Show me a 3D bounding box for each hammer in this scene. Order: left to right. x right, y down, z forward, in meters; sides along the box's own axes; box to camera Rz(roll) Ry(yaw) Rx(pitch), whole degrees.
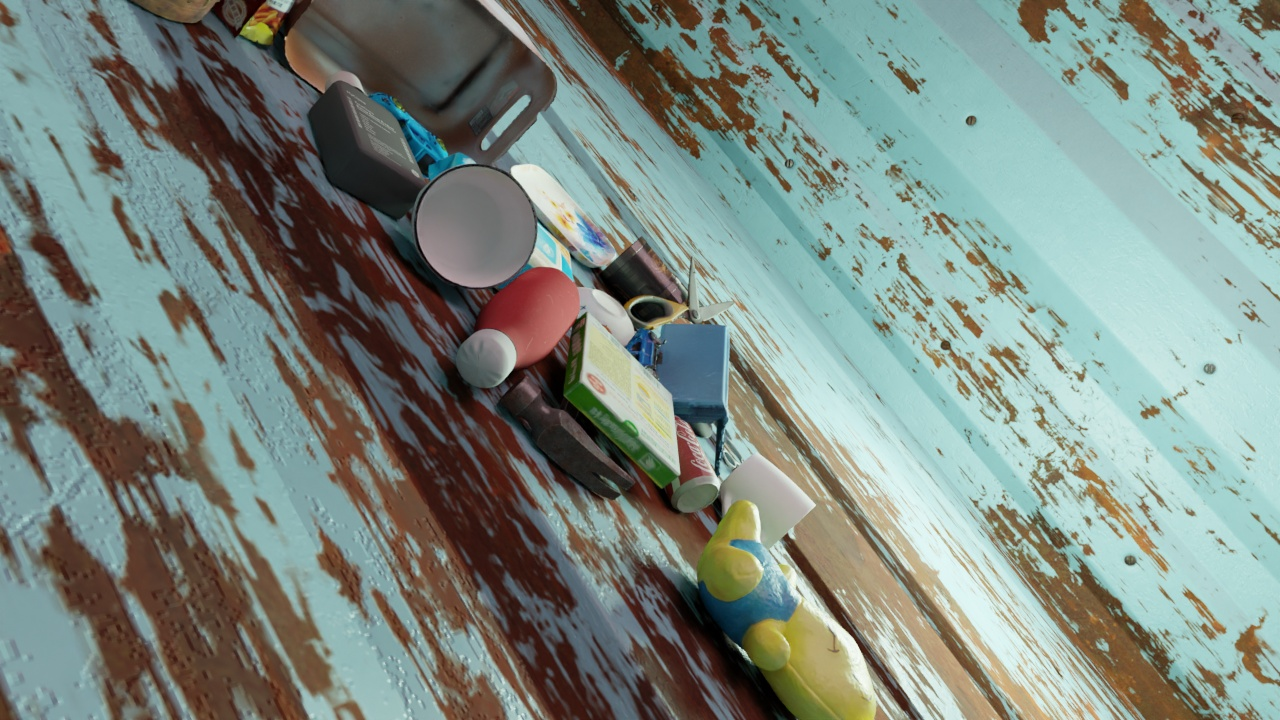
[{"bbox_3d":[-0.051,0.029,0.921,0.138,0.035,0.313,47,16,-10],"label":"hammer"}]

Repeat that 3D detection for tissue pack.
[{"bbox_3d":[-0.143,-0.123,0.975,0.209,0.066,0.116,42,19,-27],"label":"tissue pack"}]

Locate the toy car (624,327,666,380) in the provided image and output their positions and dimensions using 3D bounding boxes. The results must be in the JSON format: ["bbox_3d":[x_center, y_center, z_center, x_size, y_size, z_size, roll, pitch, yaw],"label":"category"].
[{"bbox_3d":[-0.006,0.006,1.032,0.043,0.056,0.120,30,32,-13],"label":"toy car"}]

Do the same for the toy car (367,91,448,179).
[{"bbox_3d":[-0.253,-0.235,0.971,0.105,0.048,0.032,43,21,-25],"label":"toy car"}]

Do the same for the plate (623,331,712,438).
[{"bbox_3d":[0.027,0.030,1.156,0.178,0.012,0.178,44,17,-17],"label":"plate"}]

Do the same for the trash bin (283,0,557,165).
[{"bbox_3d":[-0.247,-0.352,1.016,0.259,0.182,0.157,33,21,-41],"label":"trash bin"}]

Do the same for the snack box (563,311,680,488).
[{"bbox_3d":[-0.017,0.033,0.887,0.132,0.027,0.167,45,16,-18],"label":"snack box"}]

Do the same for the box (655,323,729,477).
[{"bbox_3d":[0.061,0.047,1.111,0.231,0.094,0.112,-79,170,-65],"label":"box"}]

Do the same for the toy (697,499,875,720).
[{"bbox_3d":[0.129,0.242,0.818,0.214,0.084,0.148,50,17,-3],"label":"toy"}]

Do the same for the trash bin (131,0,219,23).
[{"bbox_3d":[-0.375,-0.414,0.765,0.151,0.210,0.151,43,17,-17],"label":"trash bin"}]

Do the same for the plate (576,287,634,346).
[{"bbox_3d":[-0.045,-0.060,1.120,0.104,0.026,0.104,33,20,-14],"label":"plate"}]

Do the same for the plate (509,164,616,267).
[{"bbox_3d":[-0.113,-0.206,1.322,0.187,0.016,0.186,48,16,-4],"label":"plate"}]

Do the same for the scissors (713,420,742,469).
[{"bbox_3d":[0.137,0.138,1.180,0.141,0.014,0.146,40,22,-41],"label":"scissors"}]

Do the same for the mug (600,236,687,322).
[{"bbox_3d":[0.011,-0.116,1.323,0.107,0.080,0.115,48,22,-7],"label":"mug"}]

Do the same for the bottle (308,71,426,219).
[{"bbox_3d":[-0.271,-0.220,0.888,0.083,0.046,0.173,29,25,-50],"label":"bottle"}]

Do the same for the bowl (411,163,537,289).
[{"bbox_3d":[-0.160,-0.125,0.858,0.116,0.116,0.066,41,-9,-26],"label":"bowl"}]

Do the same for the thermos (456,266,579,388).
[{"bbox_3d":[-0.110,-0.029,0.825,0.073,0.073,0.239,47,17,-7],"label":"thermos"}]

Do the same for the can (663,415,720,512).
[{"bbox_3d":[0.041,0.105,0.949,0.054,0.054,0.096,32,23,-45],"label":"can"}]

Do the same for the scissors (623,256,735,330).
[{"bbox_3d":[0.061,-0.052,1.256,0.228,0.016,0.225,14,61,-36],"label":"scissors"}]

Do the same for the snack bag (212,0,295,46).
[{"bbox_3d":[-0.321,-0.402,0.882,0.066,0.208,0.138,37,21,-35],"label":"snack bag"}]

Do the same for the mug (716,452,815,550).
[{"bbox_3d":[0.126,0.164,1.021,0.087,0.081,0.114,47,46,14],"label":"mug"}]
